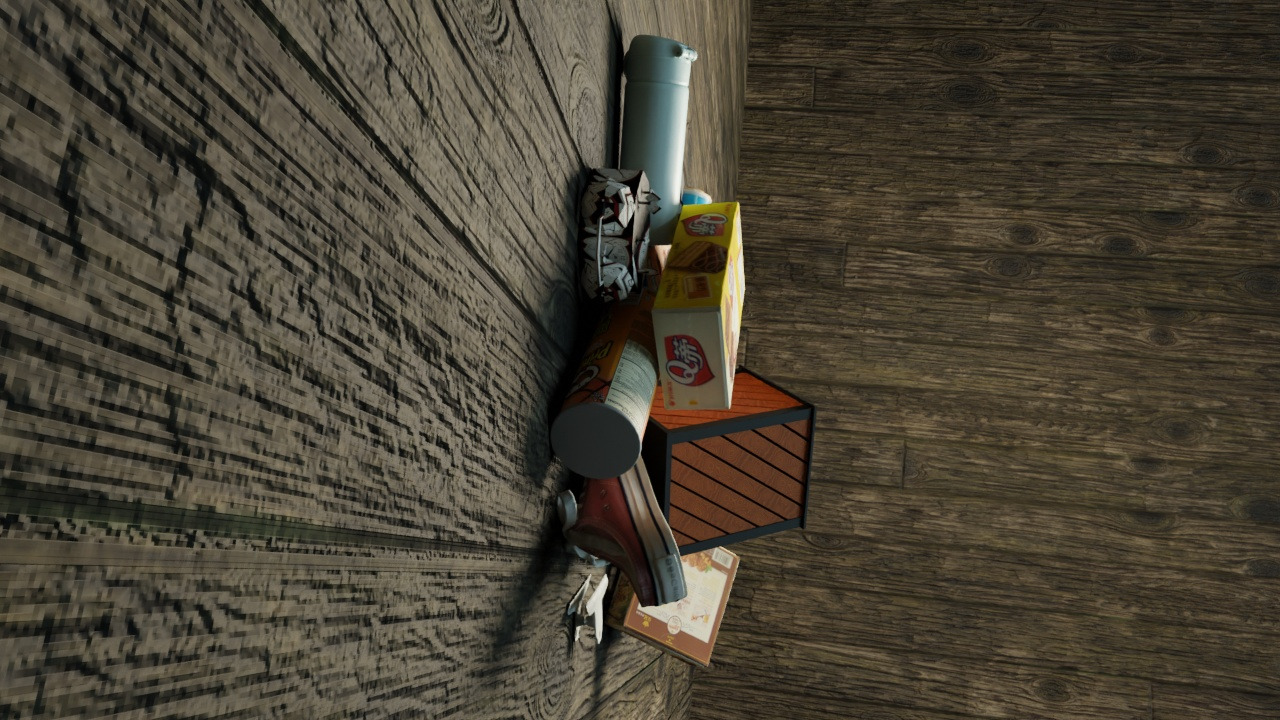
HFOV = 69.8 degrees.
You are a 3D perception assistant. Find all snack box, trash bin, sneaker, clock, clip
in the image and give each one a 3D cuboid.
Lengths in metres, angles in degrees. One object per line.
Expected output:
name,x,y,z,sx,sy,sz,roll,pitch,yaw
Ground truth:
snack box,0.042,0.282,1.129,0.143,0.041,0.146,33,64,-28
trash bin,0.067,0.102,0.965,0.140,0.171,0.140,33,-54,57
sneaker,-0.028,0.143,0.824,0.241,0.088,0.118,-120,-164,-65
snack box,0.015,-0.082,0.997,0.151,0.034,0.087,-34,116,-70
clock,-0.016,-0.111,0.824,0.154,0.065,0.115,-66,158,-69
clip,-0.060,0.253,0.918,0.101,0.050,0.058,-17,118,-80
snack box,0.062,-0.061,0.892,0.229,0.062,0.110,-74,159,-56

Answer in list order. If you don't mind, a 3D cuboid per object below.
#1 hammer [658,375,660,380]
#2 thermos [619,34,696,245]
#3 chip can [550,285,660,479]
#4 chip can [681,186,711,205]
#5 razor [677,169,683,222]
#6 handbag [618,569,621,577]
hammer,0.026,0.107,1.330,0.131,0.039,0.328,59,37,-78
thermos,0.012,-0.224,0.941,0.065,0.078,0.207,-11,109,-49
chip can,-0.020,0.012,0.831,0.214,0.075,0.075,-72,164,-58
chip can,0.046,-0.110,1.214,0.080,0.080,0.229,62,35,-75
razor,0.032,-0.207,1.161,0.060,0.057,0.155,-57,-161,35
handbag,0.014,0.295,1.219,0.119,0.081,0.111,34,53,-79
